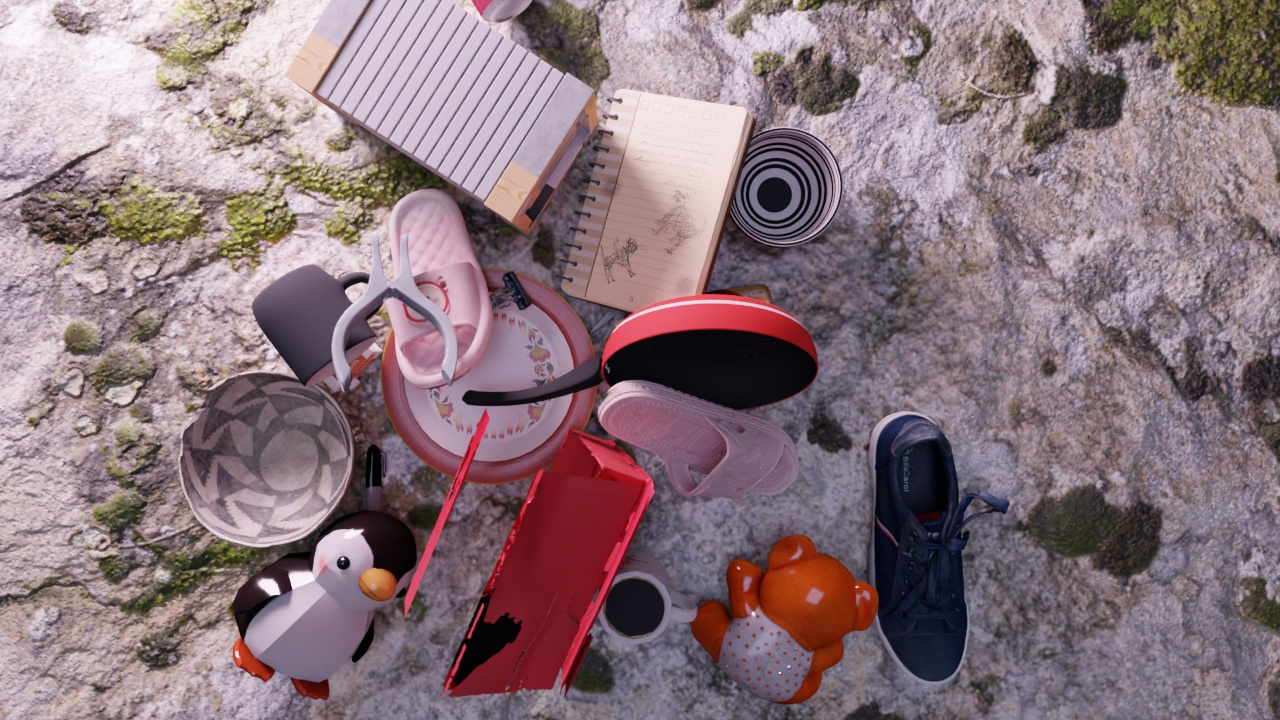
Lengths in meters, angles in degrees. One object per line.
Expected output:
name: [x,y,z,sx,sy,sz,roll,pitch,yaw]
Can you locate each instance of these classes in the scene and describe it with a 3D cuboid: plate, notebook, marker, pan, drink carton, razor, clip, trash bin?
plate: [-0.160,0.017,0.982,0.230,0.021,0.230,0,93,-1]
notebook: [0.010,-0.159,0.941,0.167,0.024,0.225,18,93,26]
marker: [-0.286,0.159,0.991,0.022,0.016,0.138,-1,94,-7]
pan: [-0.005,0.005,0.913,0.356,0.209,0.067,-3,66,11]
drink carton: [-0.336,-0.026,0.969,0.122,0.040,0.058,44,91,-3]
razor: [-0.186,-0.041,0.956,0.144,0.022,0.043,-30,92,1]
clip: [-0.261,-0.037,0.865,0.158,0.030,0.173,-19,74,-20]
trash bin: [-0.184,-0.256,0.908,0.247,0.142,0.142,33,92,-2]

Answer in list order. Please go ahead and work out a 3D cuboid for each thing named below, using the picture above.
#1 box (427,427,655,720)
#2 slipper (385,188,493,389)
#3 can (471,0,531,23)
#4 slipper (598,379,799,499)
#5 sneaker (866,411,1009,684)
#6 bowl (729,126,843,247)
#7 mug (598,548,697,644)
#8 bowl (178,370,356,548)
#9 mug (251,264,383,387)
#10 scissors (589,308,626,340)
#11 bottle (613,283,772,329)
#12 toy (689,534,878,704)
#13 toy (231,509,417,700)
box: [-0.069,0.194,0.844,0.121,0.318,0.211,24,96,0]
slipper: [-0.210,-0.078,0.933,0.107,0.056,0.221,-15,70,9]
can: [-0.161,-0.410,0.941,0.063,0.063,0.114,-32,93,1]
slipper: [0.066,0.092,0.918,0.239,0.064,0.094,25,129,-26]
sneaker: [0.303,0.203,0.949,0.121,0.127,0.294,-6,95,0]
bowl: [0.144,-0.176,0.954,0.120,0.066,0.120,0,93,-1]
mug: [0.008,0.250,0.962,0.105,0.089,0.073,15,92,-2]
bowl: [-0.375,0.102,0.953,0.178,0.081,0.178,0,84,2]
mug: [-0.310,-0.046,0.912,0.121,0.085,0.094,-38,93,-27]
scissors: [0.006,-0.087,0.981,0.123,0.019,0.148,3,98,-5]
bottle: [0.055,-0.040,0.964,0.166,0.059,0.059,-9,93,1]
toy: [0.157,0.272,0.972,0.164,0.092,0.173,37,104,0]
toy: [-0.314,0.226,0.944,0.184,0.140,0.159,-44,131,2]
